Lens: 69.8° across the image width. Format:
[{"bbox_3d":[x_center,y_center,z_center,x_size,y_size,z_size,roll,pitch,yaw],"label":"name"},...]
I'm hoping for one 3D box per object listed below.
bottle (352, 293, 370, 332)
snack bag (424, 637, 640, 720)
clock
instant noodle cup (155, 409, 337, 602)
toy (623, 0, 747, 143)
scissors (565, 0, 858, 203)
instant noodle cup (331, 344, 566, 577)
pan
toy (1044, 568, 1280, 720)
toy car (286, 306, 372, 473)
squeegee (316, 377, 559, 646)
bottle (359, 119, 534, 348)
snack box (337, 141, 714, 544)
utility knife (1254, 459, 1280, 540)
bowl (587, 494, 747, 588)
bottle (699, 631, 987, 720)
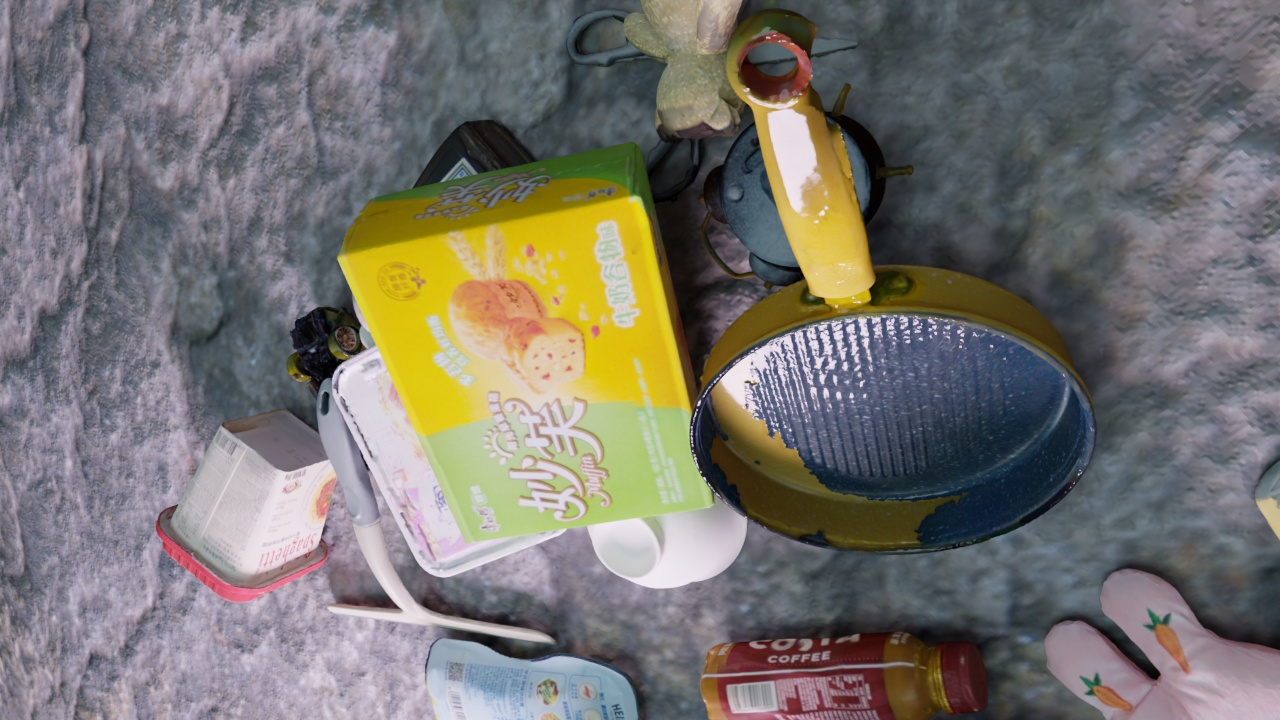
[{"bbox_3d":[-0.084,-0.055,0.569,0.190,0.068,0.068,-12,101,9],"label":"bottle"},{"bbox_3d":[-0.084,0.278,0.735,0.191,0.038,0.110,-2,100,28],"label":"snack bag"},{"bbox_3d":[0.082,-0.089,0.506,0.122,0.055,0.082,-38,87,34],"label":"clock"},{"bbox_3d":[-0.319,0.116,0.770,0.117,0.116,0.124,32,108,15],"label":"instant noodle cup"},{"bbox_3d":[0.031,-0.197,0.489,0.105,0.066,0.157,15,108,54],"label":"toy"},{"bbox_3d":[0.036,-0.169,0.529,0.179,0.014,0.159,9,110,25],"label":"scissors"},{"bbox_3d":[-0.126,0.054,0.660,0.138,0.060,0.173,-24,95,23],"label":"instant noodle cup"},{"bbox_3d":[0.097,-0.006,0.411,0.198,0.078,0.358,-8,135,19],"label":"pan"},{"bbox_3d":[0.299,0.189,0.487,0.159,0.054,0.121,40,121,20],"label":"toy"},{"bbox_3d":[-0.217,0.031,0.718,0.070,0.042,0.158,-19,105,35],"label":"toy car"},{"bbox_3d":[-0.208,0.129,0.722,0.247,0.039,0.247,-1,117,29],"label":"squeegee"},{"bbox_3d":[-0.140,-0.074,0.641,0.080,0.043,0.195,48,123,7],"label":"bottle"},{"bbox_3d":[-0.052,-0.001,0.520,0.158,0.069,0.210,-10,123,8],"label":"snack box"},{"bbox_3d":[0.372,0.140,0.453,0.031,0.022,0.216,-36,92,39],"label":"utility knife"},{"bbox_3d":[0.005,0.109,0.611,0.118,0.064,0.118,9,111,25],"label":"bowl"},{"bbox_3d":[0.125,0.204,0.581,0.175,0.057,0.057,-15,99,32],"label":"bottle"}]
